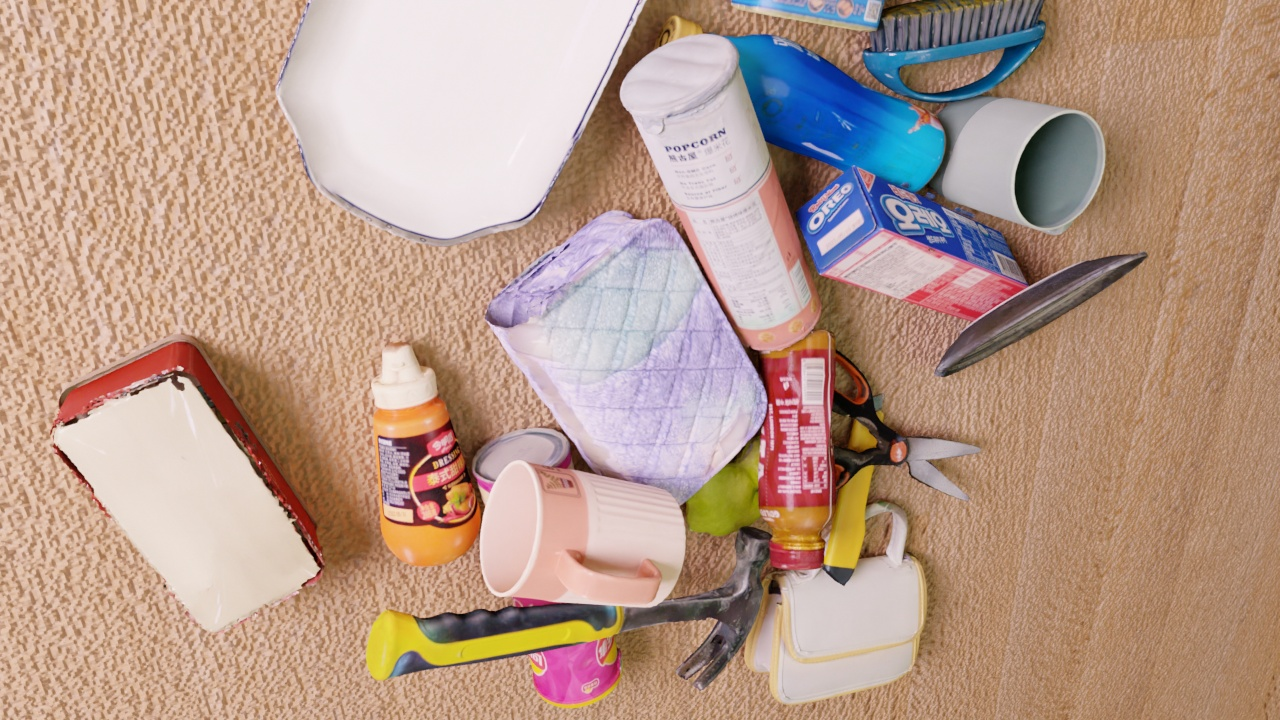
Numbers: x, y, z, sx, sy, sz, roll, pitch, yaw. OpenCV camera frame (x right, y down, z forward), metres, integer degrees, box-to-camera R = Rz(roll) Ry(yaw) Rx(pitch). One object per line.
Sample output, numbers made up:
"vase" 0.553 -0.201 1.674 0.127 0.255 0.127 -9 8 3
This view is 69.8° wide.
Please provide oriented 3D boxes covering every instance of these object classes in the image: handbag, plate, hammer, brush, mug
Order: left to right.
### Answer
"plate" -0.092 -0.195 0.516 0.162 0.034 0.266 24 102 -18
"mug" -0.029 0.115 0.565 0.105 0.114 0.082 14 98 -29
"hammer" -0.033 0.186 0.643 0.322 0.032 0.126 5 102 -40
"handbag" -0.004 0.004 0.631 0.134 0.076 0.194 -42 121 -18
"handbag" 0.185 0.213 0.823 0.163 0.063 0.179 -2 109 -25
"brush" 0.222 -0.220 0.647 0.143 0.055 0.073 -17 117 -17
"mug" 0.274 -0.139 0.675 0.082 0.106 0.112 -46 122 -1
"plate" 0.310 -0.040 0.729 0.179 0.179 0.024 -27 76 -8

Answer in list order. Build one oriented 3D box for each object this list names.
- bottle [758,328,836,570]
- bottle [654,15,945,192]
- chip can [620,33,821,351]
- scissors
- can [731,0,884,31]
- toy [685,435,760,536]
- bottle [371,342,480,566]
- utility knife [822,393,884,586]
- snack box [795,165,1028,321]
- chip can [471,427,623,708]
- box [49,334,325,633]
"bottle" 0.116 0.065 0.681 0.057 0.058 0.175 2 87 -25
"bottle" 0.108 -0.172 0.611 0.218 0.065 0.065 15 105 -29
"chip can" 0.060 -0.097 0.593 0.071 0.071 0.215 -36 134 -6
"scissors" 0.201 0.060 0.762 0.226 0.022 0.198 -17 103 -23
"can" 0.113 -0.259 0.582 0.102 0.057 0.083 0 114 -24
"toy" 0.080 0.105 0.741 0.096 0.031 0.100 40 89 -29
"bottle" -0.147 0.060 0.606 0.066 0.067 0.149 -13 110 -19
"utility knife" 0.183 0.109 0.782 0.033 0.015 0.167 12 91 -22
"snack box" 0.201 -0.079 0.662 0.207 0.057 0.058 9 145 -42
"chip can" -0.066 0.155 0.675 0.071 0.071 0.211 -19 118 -16
"box" -0.266 0.081 0.549 0.091 0.077 0.168 -28 120 -12
